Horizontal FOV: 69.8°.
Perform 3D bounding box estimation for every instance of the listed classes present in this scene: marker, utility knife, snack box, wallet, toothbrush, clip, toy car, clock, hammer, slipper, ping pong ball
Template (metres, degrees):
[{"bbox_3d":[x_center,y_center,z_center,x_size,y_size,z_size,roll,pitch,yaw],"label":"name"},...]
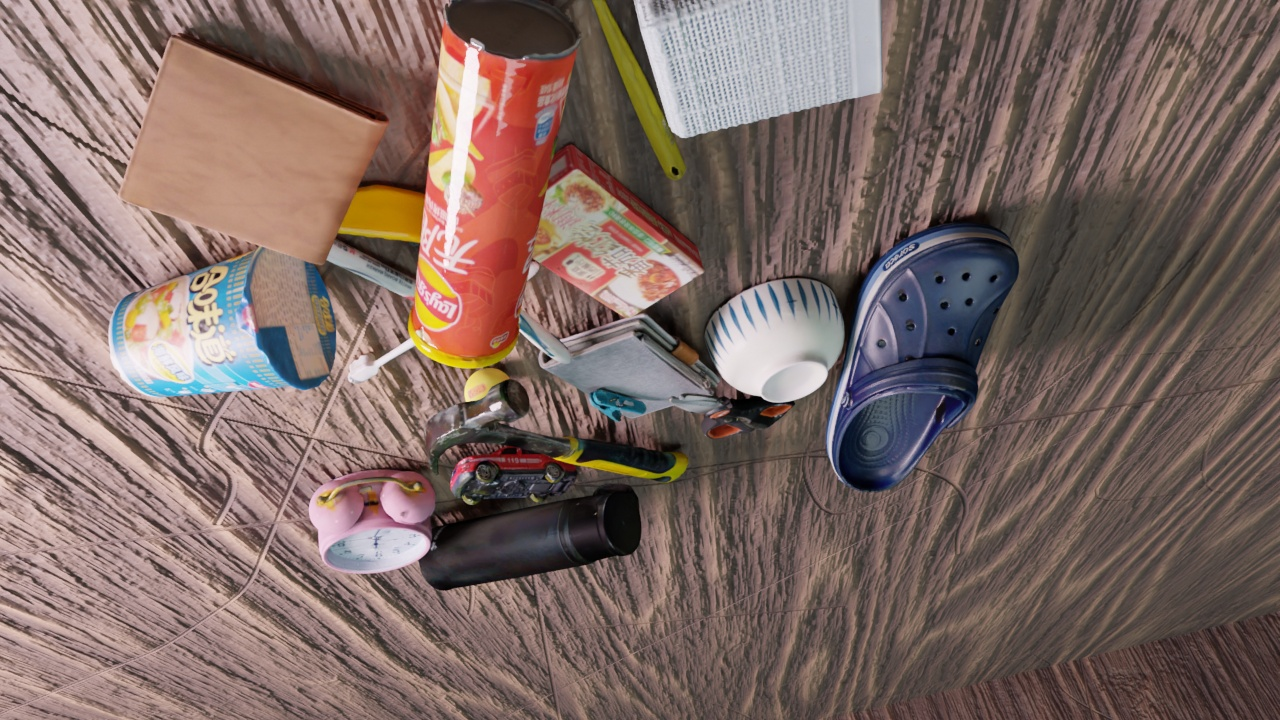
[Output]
[{"bbox_3d":[-0.188,-0.065,0.613,0.017,0.017,0.145,-32,143,26],"label":"marker"},{"bbox_3d":[-0.201,-0.096,0.557,0.176,0.033,0.015,5,-174,-21],"label":"utility knife"},{"bbox_3d":[-0.027,-0.083,0.635,0.075,0.025,0.152,-31,144,23],"label":"snack box"},{"bbox_3d":[-0.212,-0.112,0.506,0.115,0.020,0.101,18,118,-32],"label":"wallet"},{"bbox_3d":[-0.006,-0.166,0.527,0.016,0.016,0.190,-20,147,10],"label":"toothbrush"},{"bbox_3d":[-0.149,-0.030,0.684,0.180,0.016,0.016,-29,143,18],"label":"toothbrush"},{"bbox_3d":[-0.023,0.038,0.774,0.034,0.013,0.055,-19,151,31],"label":"clip"},{"bbox_3d":[-0.106,-0.044,0.652,0.016,0.018,0.191,-30,136,17],"label":"toothbrush"},{"bbox_3d":[-0.120,0.106,0.867,0.120,0.045,0.053,2,143,-32],"label":"toy car"},{"bbox_3d":[-0.252,0.147,0.868,0.117,0.059,0.159,-4,144,-16],"label":"clock"},{"bbox_3d":[-0.060,0.079,0.817,0.126,0.031,0.323,-24,156,27],"label":"hammer"},{"bbox_3d":[0.220,0.010,0.744,0.105,0.095,0.253,11,120,-12],"label":"slipper"},{"bbox_3d":[-0.005,0.005,0.767,0.107,0.037,0.129,-18,148,27],"label":"wallet"},{"bbox_3d":[-0.124,0.026,0.750,0.040,0.040,0.040,-10,147,-6],"label":"ping pong ball"}]

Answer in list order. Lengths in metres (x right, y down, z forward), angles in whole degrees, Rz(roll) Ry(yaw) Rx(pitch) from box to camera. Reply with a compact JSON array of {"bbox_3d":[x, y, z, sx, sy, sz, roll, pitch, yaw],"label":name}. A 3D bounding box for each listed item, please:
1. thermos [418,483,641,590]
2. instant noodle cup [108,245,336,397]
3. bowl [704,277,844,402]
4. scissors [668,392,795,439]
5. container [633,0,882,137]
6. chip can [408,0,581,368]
[{"bbox_3d":[-0.108,0.174,0.914,0.243,0.089,0.068,-17,112,32],"label":"thermos"},{"bbox_3d":[-0.270,-0.020,0.589,0.110,0.099,0.099,-10,148,10],"label":"instant noodle cup"},{"bbox_3d":[0.117,-0.008,0.764,0.116,0.066,0.117,-10,147,-7],"label":"bowl"},{"bbox_3d":[0.061,0.052,0.817,0.234,0.021,0.140,-2,156,-47],"label":"scissors"},{"bbox_3d":[0.056,-0.178,0.468,0.111,0.089,0.090,-15,147,7],"label":"container"},{"bbox_3d":[-0.089,-0.095,0.528,0.073,0.073,0.217,0,135,-20],"label":"chip can"}]
